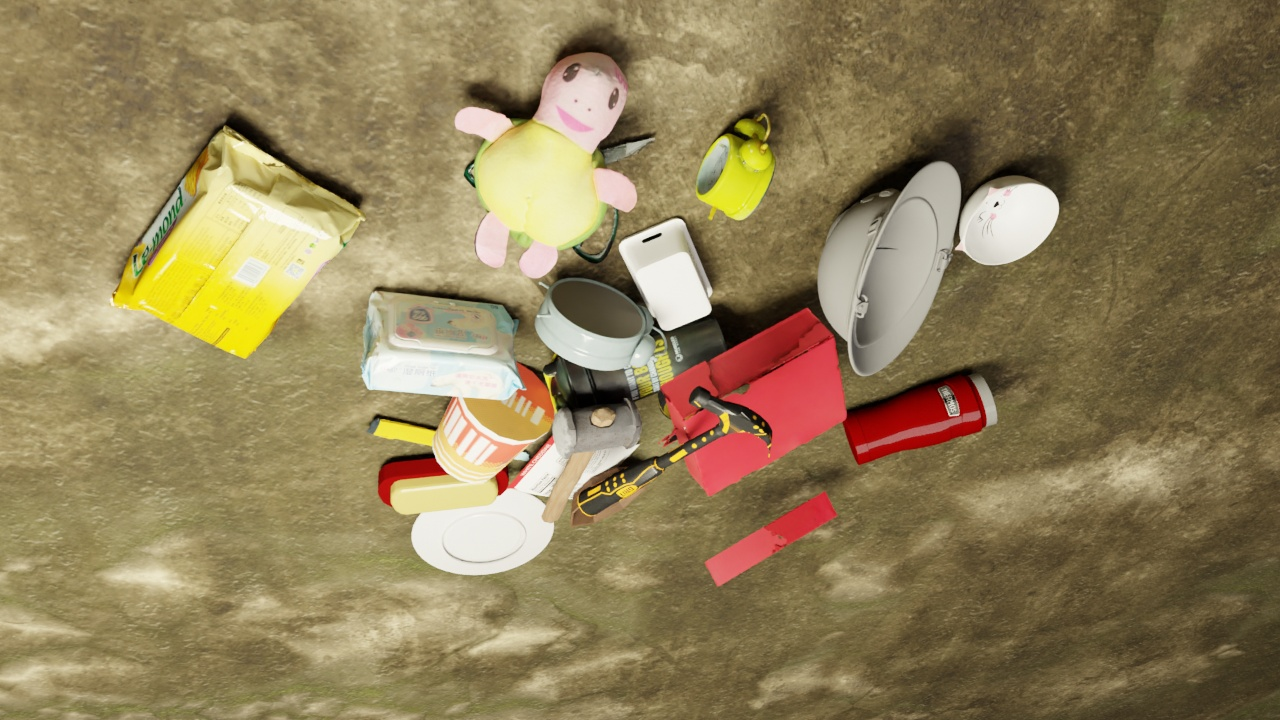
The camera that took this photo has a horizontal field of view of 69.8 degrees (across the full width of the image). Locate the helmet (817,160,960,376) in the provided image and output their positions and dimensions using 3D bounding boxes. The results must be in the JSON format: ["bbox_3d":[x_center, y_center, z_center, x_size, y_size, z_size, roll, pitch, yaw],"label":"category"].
[{"bbox_3d":[0.263,-0.119,1.065,0.182,0.118,0.272,-26,135,-33],"label":"helmet"}]

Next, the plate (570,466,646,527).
[{"bbox_3d":[-0.048,0.189,1.302,0.131,0.025,0.131,-26,155,-13],"label":"plate"}]

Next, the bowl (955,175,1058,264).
[{"bbox_3d":[0.429,-0.174,1.091,0.114,0.050,0.115,-7,133,-8],"label":"bowl"}]

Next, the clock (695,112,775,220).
[{"bbox_3d":[0.106,-0.205,0.964,0.057,0.083,0.119,20,127,-21],"label":"clock"}]

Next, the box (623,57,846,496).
[{"bbox_3d":[0.069,-0.091,1.088,0.214,0.478,0.171,-28,179,-12],"label":"box"}]

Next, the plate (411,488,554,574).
[{"bbox_3d":[-0.231,0.260,1.357,0.208,0.015,0.209,-7,133,-8],"label":"plate"}]

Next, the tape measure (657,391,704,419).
[{"bbox_3d":[0.054,0.053,1.223,0.061,0.034,0.062,-28,132,15],"label":"tape measure"}]

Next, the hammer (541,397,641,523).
[{"bbox_3d":[-0.086,0.141,1.165,0.098,0.052,0.329,-7,153,-23],"label":"hammer"}]

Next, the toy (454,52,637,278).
[{"bbox_3d":[-0.092,-0.191,0.906,0.190,0.087,0.239,25,115,-1],"label":"toy"}]

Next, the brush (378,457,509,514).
[{"bbox_3d":[-0.265,0.170,1.239,0.173,0.041,0.082,-5,143,-9],"label":"brush"}]

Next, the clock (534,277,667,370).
[{"bbox_3d":[-0.044,-0.040,1.048,0.159,0.122,0.045,15,123,-14],"label":"clock"}]

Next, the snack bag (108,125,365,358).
[{"bbox_3d":[-0.412,-0.105,0.938,0.159,0.068,0.248,29,120,-35],"label":"snack bag"}]

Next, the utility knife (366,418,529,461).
[{"bbox_3d":[-0.248,0.109,1.211,0.224,0.019,0.031,18,130,-25],"label":"utility knife"}]

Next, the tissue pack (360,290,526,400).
[{"bbox_3d":[-0.221,-0.017,1.036,0.181,0.112,0.070,4,132,-18],"label":"tissue pack"}]

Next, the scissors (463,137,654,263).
[{"bbox_3d":[-0.073,-0.179,0.989,0.202,0.015,0.204,-15,133,3],"label":"scissors"}]

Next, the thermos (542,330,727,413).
[{"bbox_3d":[-0.007,0.007,1.127,0.221,0.098,0.098,-19,134,-4],"label":"thermos"}]

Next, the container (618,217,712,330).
[{"bbox_3d":[0.035,-0.094,1.070,0.081,0.049,0.129,-22,134,7],"label":"container"}]

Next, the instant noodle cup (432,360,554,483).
[{"bbox_3d":[-0.190,0.081,1.137,0.123,0.123,0.121,18,133,-28],"label":"instant noodle cup"}]

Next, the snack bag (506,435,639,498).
[{"bbox_3d":[-0.091,0.148,1.266,0.144,0.039,0.131,14,129,-40],"label":"snack bag"}]

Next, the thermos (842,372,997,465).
[{"bbox_3d":[0.396,0.088,1.311,0.199,0.084,0.108,-18,153,6],"label":"thermos"}]

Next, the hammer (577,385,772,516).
[{"bbox_3d":[0.025,0.121,1.061,0.123,0.036,0.322,30,141,-21],"label":"hammer"}]
